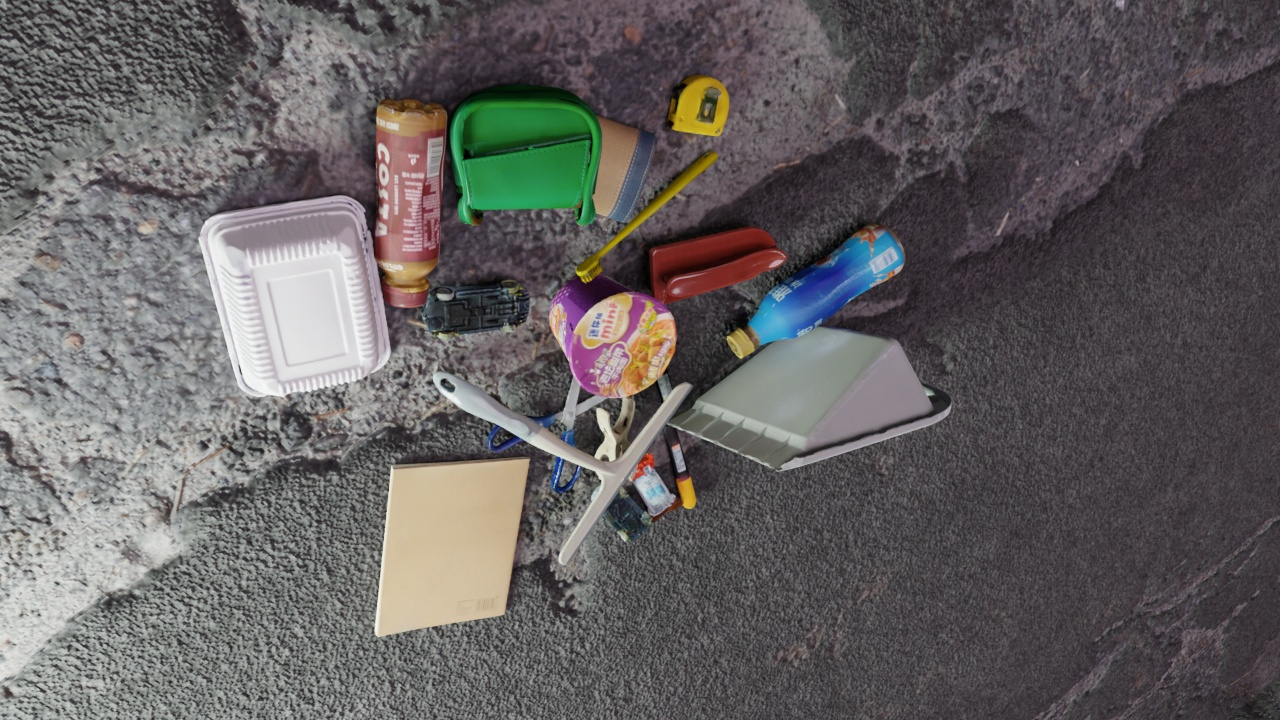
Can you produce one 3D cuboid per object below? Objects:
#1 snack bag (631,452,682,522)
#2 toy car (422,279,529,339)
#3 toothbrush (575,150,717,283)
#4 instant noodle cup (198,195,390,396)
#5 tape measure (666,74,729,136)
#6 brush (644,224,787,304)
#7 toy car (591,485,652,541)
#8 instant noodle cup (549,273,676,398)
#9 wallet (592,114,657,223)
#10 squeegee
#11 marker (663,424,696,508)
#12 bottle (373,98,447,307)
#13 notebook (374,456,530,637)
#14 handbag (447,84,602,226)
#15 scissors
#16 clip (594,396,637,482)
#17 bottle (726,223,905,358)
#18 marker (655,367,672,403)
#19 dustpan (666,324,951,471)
[{"bbox_3d":[0.013,0.149,1.072,0.045,0.026,0.105,-32,126,-3],"label":"snack bag"},{"bbox_3d":[-0.157,-0.051,0.876,0.105,0.031,0.049,-8,118,-25],"label":"toy car"},{"bbox_3d":[0.008,-0.143,0.906,0.190,0.016,0.016,-44,133,-13],"label":"toothbrush"},{"bbox_3d":[-0.290,-0.046,0.794,0.137,0.060,0.174,-14,122,-21],"label":"instant noodle cup"},{"bbox_3d":[0.059,-0.246,0.889,0.060,0.029,0.057,1,114,-28],"label":"tape measure"},{"bbox_3d":[0.079,-0.101,0.950,0.145,0.069,0.063,-16,122,-20],"label":"brush"},{"bbox_3d":[-0.023,0.173,1.062,0.043,0.034,0.090,-40,124,-1],"label":"toy car"},{"bbox_3d":[-0.036,-0.032,0.908,0.111,0.099,0.112,-12,119,-23],"label":"instant noodle cup"},{"bbox_3d":[-0.048,-0.186,0.864,0.115,0.033,0.090,12,106,-31],"label":"wallet"},{"bbox_3d":[-0.102,0.075,0.935,0.246,0.039,0.246,31,99,-25],"label":"squeegee"},{"bbox_3d":[0.046,0.125,1.086,0.018,0.015,0.124,-23,121,-13],"label":"marker"},{"bbox_3d":[-0.201,-0.133,0.794,0.057,0.057,0.175,-3,116,-26],"label":"bottle"},{"bbox_3d":[-0.204,0.202,0.997,0.149,0.012,0.212,-1,115,-28],"label":"notebook"},{"bbox_3d":[-0.101,-0.176,0.799,0.131,0.068,0.120,-1,114,-9],"label":"handbag"},{"bbox_3d":[-0.087,0.068,0.984,0.162,0.012,0.176,-6,114,-28],"label":"scissors"},{"bbox_3d":[-0.027,0.090,1.012,0.075,0.035,0.101,-24,124,-38],"label":"clip"},{"bbox_3d":[0.193,-0.073,1.028,0.218,0.065,0.065,-34,126,-8],"label":"bottle"},{"bbox_3d":[0.020,0.009,1.012,0.018,0.015,0.124,-30,128,-16],"label":"marker"},{"bbox_3d":[0.205,0.059,1.013,0.257,0.223,0.142,-41,115,-16],"label":"dustpan"}]
